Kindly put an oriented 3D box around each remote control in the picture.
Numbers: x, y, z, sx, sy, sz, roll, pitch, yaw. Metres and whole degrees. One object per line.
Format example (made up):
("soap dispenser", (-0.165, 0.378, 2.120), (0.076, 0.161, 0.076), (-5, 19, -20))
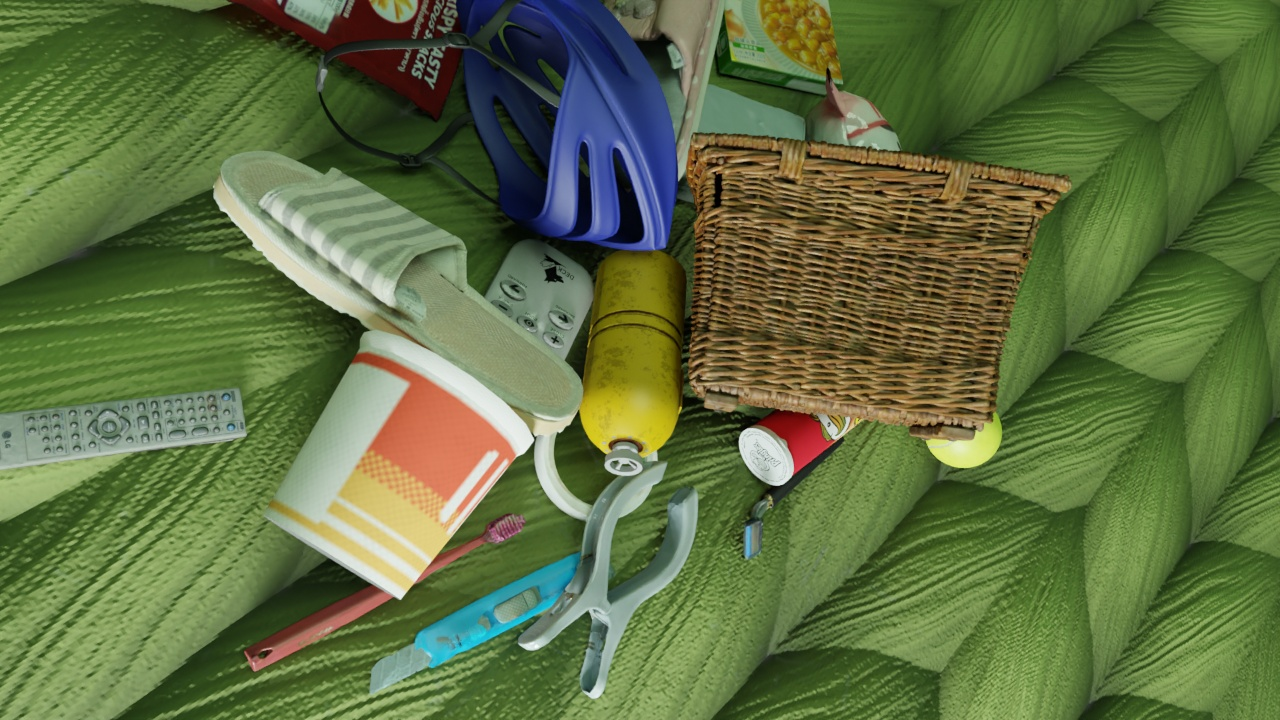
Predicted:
("remote control", (-0.307, 0.039, 0.539), (0.136, 0.013, 0.033), (-7, 78, -30))
("remote control", (-0.087, -0.019, 0.671), (0.074, 0.019, 0.150), (32, 62, -16))

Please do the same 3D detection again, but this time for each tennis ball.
("tennis ball", (0.287, 0.063, 0.818), (0.065, 0.065, 0.065), (9, 71, -26))

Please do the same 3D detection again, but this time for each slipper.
("slipper", (0.008, -0.258, 0.749), (0.054, 0.114, 0.274), (25, 64, -46))
("slipper", (-0.146, -0.050, 0.596), (0.272, 0.054, 0.114), (37, 22, -6))

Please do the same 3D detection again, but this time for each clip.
("clip", (-0.003, 0.157, 0.647), (0.115, 0.028, 0.162), (45, 65, -22))

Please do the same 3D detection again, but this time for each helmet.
("helmet", (-0.093, -0.165, 0.635), (0.227, 0.148, 0.241), (-20, 76, -35))

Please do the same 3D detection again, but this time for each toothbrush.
("toothbrush", (-0.155, 0.143, 0.586), (0.189, 0.017, 0.016), (-24, 87, -32))

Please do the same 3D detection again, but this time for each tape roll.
("tape roll", (-0.032, 0.071, 0.674), (0.093, 0.018, 0.093), (8, 71, -26))

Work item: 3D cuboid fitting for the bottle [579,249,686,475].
("bottle", (-0.004, 0.004, 0.659), (0.071, 0.071, 0.163), (21, 53, -21))

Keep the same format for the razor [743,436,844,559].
("razor", (0.122, 0.101, 0.746), (0.022, 0.043, 0.143), (26, 48, 30))

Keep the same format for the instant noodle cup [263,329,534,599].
("instant noodle cup", (-0.150, 0.068, 0.557), (0.123, 0.124, 0.121), (37, 69, -14))

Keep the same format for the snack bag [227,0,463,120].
("snack bag", (-0.219, -0.280, 0.660), (0.207, 0.067, 0.138), (20, 71, -24))

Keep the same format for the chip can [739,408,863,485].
("chip can", (0.174, 0.029, 0.777), (0.214, 0.052, 0.052), (-31, 90, -32))

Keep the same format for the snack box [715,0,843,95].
("snack box", (0.126, -0.344, 0.882), (0.131, 0.027, 0.168), (2, 74, -28))

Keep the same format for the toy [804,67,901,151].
("toy", (0.201, -0.148, 0.821), (0.141, 0.084, 0.213), (-14, 86, -64))

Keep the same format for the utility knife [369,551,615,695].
("utility knife", (-0.095, 0.170, 0.612), (0.185, 0.015, 0.031), (-22, 83, -30))

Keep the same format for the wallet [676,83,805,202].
("wallet", (0.078, -0.179, 0.784), (0.131, 0.054, 0.100), (12, 75, -22))

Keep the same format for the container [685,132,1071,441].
("container", (0.146, -0.044, 0.666), (0.250, 0.162, 0.183), (8, 86, 5))
